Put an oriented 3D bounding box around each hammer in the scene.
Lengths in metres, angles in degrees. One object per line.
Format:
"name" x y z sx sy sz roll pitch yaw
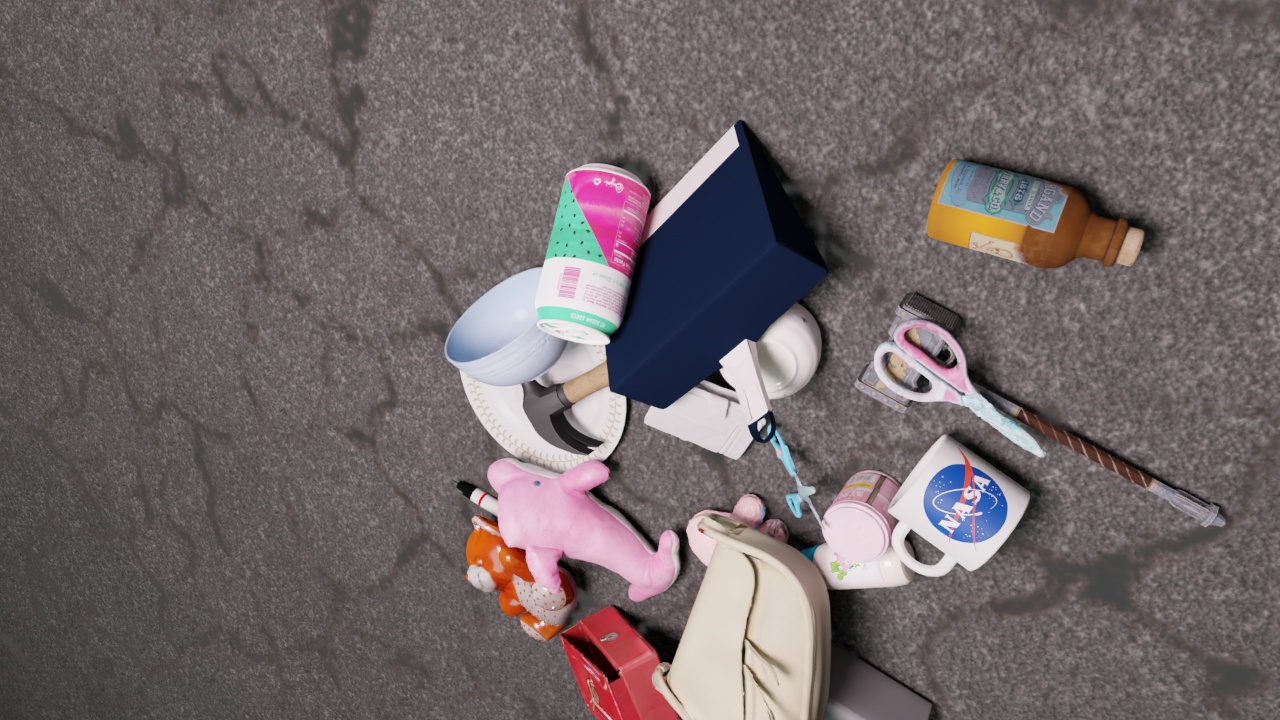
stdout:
"hammer" -0.006 0.006 0.999 0.306 0.040 0.132 -26 95 31
"hammer" 0.358 0.059 0.814 0.322 0.044 0.099 30 124 14

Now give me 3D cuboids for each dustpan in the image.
"dustpan" 0.068 -0.047 0.868 0.080 0.272 0.237 22 133 -32

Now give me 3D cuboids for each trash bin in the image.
"trash bin" 0.185 0.408 1.047 0.220 0.097 0.192 29 124 16

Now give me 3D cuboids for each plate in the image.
"plate" -0.119 0.024 1.105 0.243 0.016 0.243 13 118 26

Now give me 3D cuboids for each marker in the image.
"marker" -0.194 0.197 1.231 0.146 0.019 0.019 28 124 18

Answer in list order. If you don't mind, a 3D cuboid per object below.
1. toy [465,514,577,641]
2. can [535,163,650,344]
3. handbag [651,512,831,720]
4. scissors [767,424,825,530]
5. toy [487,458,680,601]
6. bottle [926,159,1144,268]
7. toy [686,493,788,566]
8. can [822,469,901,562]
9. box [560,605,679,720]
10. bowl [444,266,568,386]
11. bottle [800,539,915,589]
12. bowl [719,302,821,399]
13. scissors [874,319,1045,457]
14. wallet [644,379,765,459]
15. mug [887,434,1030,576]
"toy" -0.164 0.283 1.204 0.172 0.092 0.164 37 148 17
"can" -0.048 -0.105 0.911 0.088 0.088 0.165 6 77 30
"handbag" 0.103 0.294 0.929 0.184 0.131 0.229 21 97 23
"scissors" 0.160 0.134 0.945 0.015 0.136 0.126 -15 134 -2
"toy" -0.082 0.215 1.101 0.265 0.127 0.187 30 135 3
"bottle" 0.318 -0.112 0.739 0.157 0.067 0.068 21 121 23
"toy" 0.112 0.201 1.026 0.108 0.053 0.105 47 117 5
"can" 0.224 0.155 0.916 0.067 0.076 0.067 13 118 26
"box" -0.029 0.400 1.140 0.158 0.086 0.129 17 126 65
"bowl" -0.131 -0.025 0.999 0.151 0.150 0.075 -12 127 35
"bottle" 0.213 0.215 0.967 0.146 0.051 0.051 -14 104 36
"bowl" 0.123 -0.007 0.898 0.105 0.054 0.105 6 123 9
"scissors" 0.286 0.033 0.809 0.174 0.017 0.077 38 122 1
"wallet" 0.069 0.062 0.971 0.116 0.032 0.086 18 131 -7
"mug" 0.285 0.144 0.852 0.090 0.091 0.121 36 91 12
